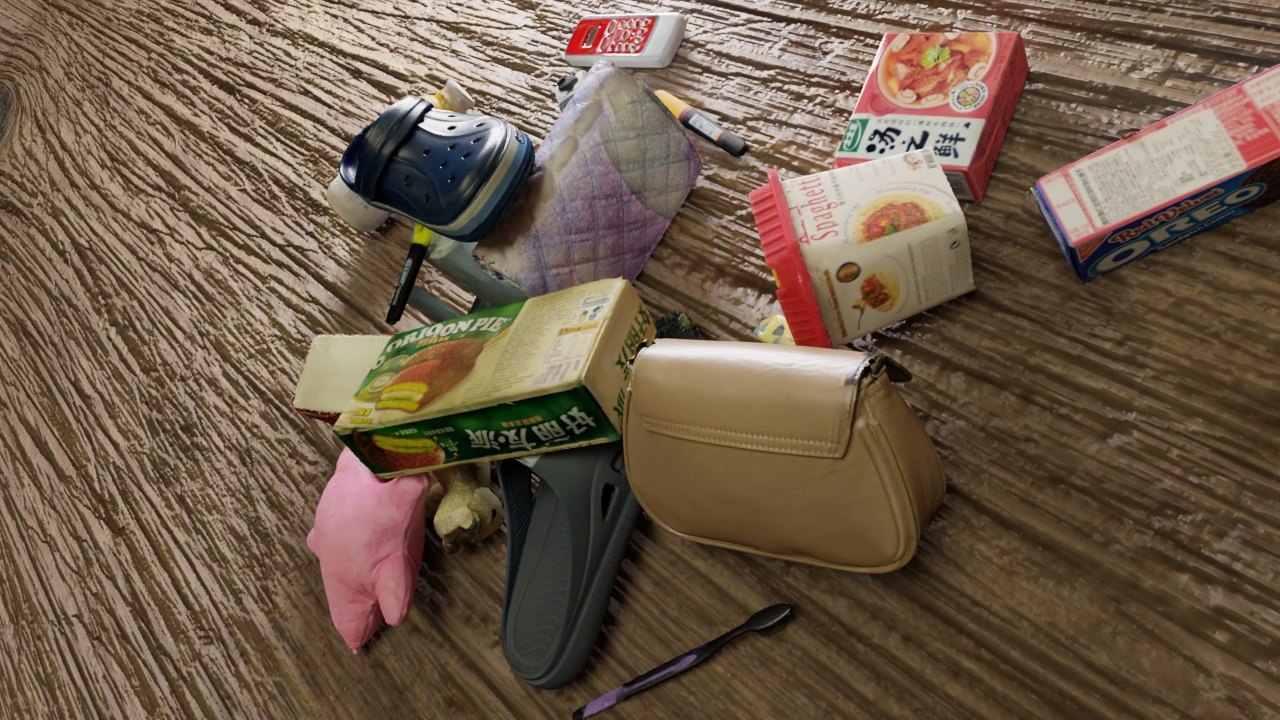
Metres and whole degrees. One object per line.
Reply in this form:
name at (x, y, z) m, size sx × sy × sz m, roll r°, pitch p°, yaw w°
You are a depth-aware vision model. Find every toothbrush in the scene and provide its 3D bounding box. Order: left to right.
toothbrush at (0.027, 0.211, 0.631) m, size 0.189 × 0.016 × 0.014 m, roll -33°, pitch 42°, yaw 20°

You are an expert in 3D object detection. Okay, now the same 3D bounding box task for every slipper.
slipper at (-0.181, -0.169, 0.743) m, size 0.253 × 0.095 × 0.105 m, roll 22°, pitch 79°, yaw 48°
slipper at (-0.058, 0.104, 0.680) m, size 0.111 × 0.083 × 0.267 m, roll 2°, pitch 72°, yaw 49°

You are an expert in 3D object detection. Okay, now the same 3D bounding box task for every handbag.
handbag at (-0.042, -0.130, 0.759) m, size 0.075 × 0.134 × 0.194 m, roll 30°, pitch 85°, yaw 39°
handbag at (0.086, 0.053, 0.587) m, size 0.205 × 0.148 × 0.099 m, roll 5°, pitch 34°, yaw 34°

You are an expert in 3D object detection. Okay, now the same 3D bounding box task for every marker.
marker at (-0.194, -0.087, 0.783) m, size 0.018 × 0.015 × 0.124 m, roll 2°, pitch 69°, yaw 39°
marker at (0.051, -0.210, 0.812) m, size 0.018 × 0.015 × 0.124 m, roll -51°, pitch 53°, yaw 5°

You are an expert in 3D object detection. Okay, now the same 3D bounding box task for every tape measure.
tape measure at (-0.050, -0.236, 0.859) m, size 0.034 × 0.065 × 0.066 m, roll -28°, pitch 57°, yaw 15°

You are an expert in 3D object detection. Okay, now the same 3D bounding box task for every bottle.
bottle at (-0.256, -0.222, 0.990) m, size 0.190 × 0.068 × 0.068 m, roll -44°, pitch 51°, yaw 9°

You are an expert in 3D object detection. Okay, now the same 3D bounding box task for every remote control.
remote control at (-0.017, -0.316, 0.905) m, size 0.136 × 0.020 × 0.055 m, roll 16°, pitch 77°, yaw 38°

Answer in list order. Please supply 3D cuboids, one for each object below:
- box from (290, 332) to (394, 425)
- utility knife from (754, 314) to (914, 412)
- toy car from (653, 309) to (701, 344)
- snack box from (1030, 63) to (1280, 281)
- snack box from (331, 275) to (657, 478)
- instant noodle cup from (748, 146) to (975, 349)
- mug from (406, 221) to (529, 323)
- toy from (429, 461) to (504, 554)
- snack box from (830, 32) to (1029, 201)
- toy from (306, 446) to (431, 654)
box at (-0.251, 0.018, 0.864) m, size 0.169 × 0.079 × 0.091 m, roll 1°, pitch 70°, yaw 34°
utility knife at (0.137, 0.010, 0.651) m, size 0.031 × 0.018 × 0.152 m, roll -48°, pitch 46°, yaw -2°
toy car at (0.036, 0.008, 0.706) m, size 0.049 × 0.031 × 0.105 m, roll -39°, pitch 51°, yaw 18°
snack box at (0.347, -0.122, 0.542) m, size 0.208 × 0.057 × 0.058 m, roll -25°, pitch 59°, yaw 22°
snack box at (-0.112, 0.016, 0.696) m, size 0.241 × 0.063 × 0.114 m, roll -12°, pitch 38°, yaw 30°
instant noodle cup at (0.150, -0.076, 0.620) m, size 0.124 × 0.117 × 0.116 m, roll -18°, pitch 49°, yaw 13°
mug at (-0.153, -0.086, 0.833) m, size 0.084 × 0.103 × 0.124 m, roll 25°, pitch 82°, yaw 39°
toy at (-0.147, 0.084, 0.781) m, size 0.105 × 0.066 × 0.157 m, roll -47°, pitch 38°, yaw 47°
snack box at (0.202, -0.181, 0.676) m, size 0.127 × 0.044 × 0.113 m, roll 14°, pitch 77°, yaw 38°
toy at (-0.241, 0.162, 0.794) m, size 0.195 × 0.074 × 0.178 m, roll 8°, pitch 88°, yaw 49°
